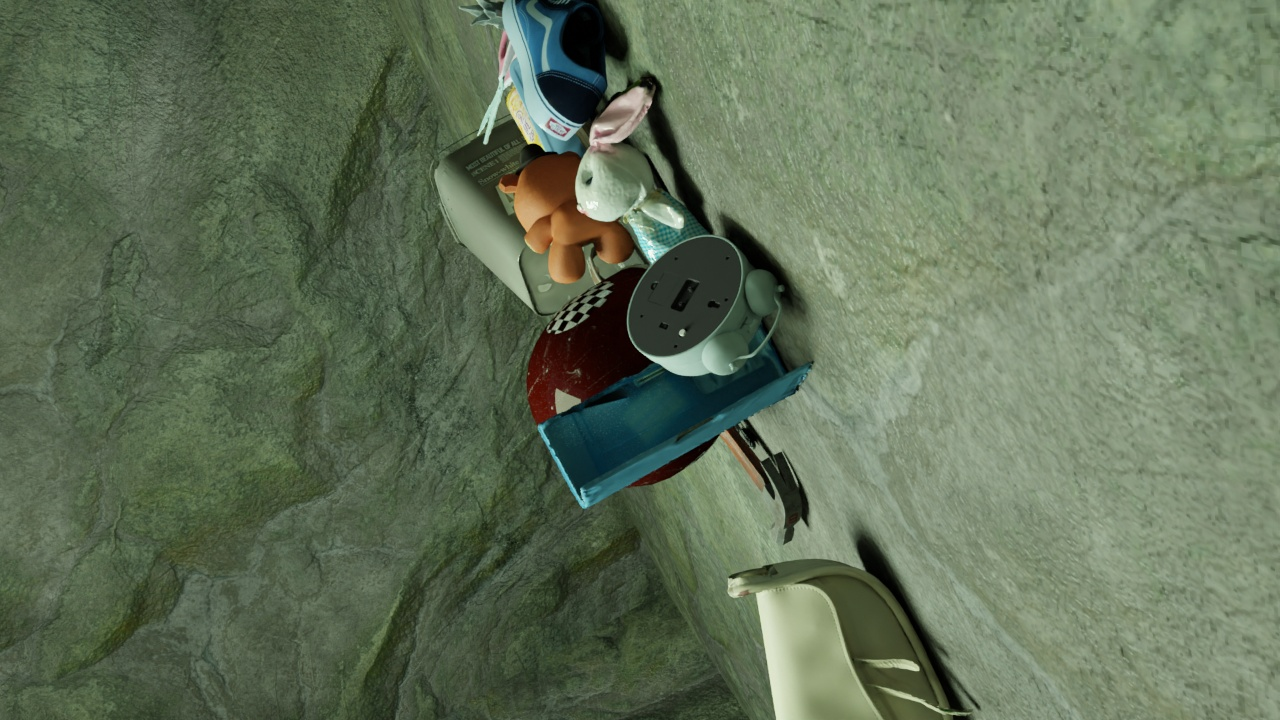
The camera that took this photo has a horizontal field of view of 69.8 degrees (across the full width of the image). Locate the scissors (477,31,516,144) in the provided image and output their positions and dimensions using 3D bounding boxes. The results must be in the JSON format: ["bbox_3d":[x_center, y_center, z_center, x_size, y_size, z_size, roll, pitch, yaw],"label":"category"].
[{"bbox_3d":[-0.167,-0.346,1.156,0.108,0.016,0.179,40,115,47],"label":"scissors"}]

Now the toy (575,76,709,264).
[{"bbox_3d":[-0.007,-0.152,0.884,0.205,0.105,0.131,66,173,-14],"label":"toy"}]

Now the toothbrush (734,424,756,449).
[{"bbox_3d":[0.102,0.059,1.164,0.167,0.012,0.013,-128,22,-48],"label":"toothbrush"}]

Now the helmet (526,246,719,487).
[{"bbox_3d":[-0.006,0.006,0.997,0.233,0.253,0.234,50,160,-12],"label":"helmet"}]

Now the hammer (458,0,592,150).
[{"bbox_3d":[-0.062,-0.255,0.997,0.317,0.028,0.146,57,-152,4],"label":"hammer"}]

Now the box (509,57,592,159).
[{"bbox_3d":[-0.079,-0.277,1.083,0.063,0.069,0.210,-12,-106,-56],"label":"box"}]

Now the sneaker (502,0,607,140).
[{"bbox_3d":[-0.072,-0.325,0.914,0.083,0.098,0.241,23,-143,-37],"label":"sneaker"}]

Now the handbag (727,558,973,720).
[{"bbox_3d":[0.196,0.300,0.871,0.132,0.184,0.229,138,121,-78],"label":"handbag"}]

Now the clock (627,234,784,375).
[{"bbox_3d":[0.057,-0.044,0.796,0.159,0.122,0.045,24,171,47],"label":"clock"}]

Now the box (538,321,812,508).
[{"bbox_3d":[0.032,0.040,0.814,0.094,0.231,0.110,62,170,1],"label":"box"}]

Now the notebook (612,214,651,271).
[{"bbox_3d":[-0.002,-0.132,1.150,0.169,0.029,0.209,57,166,22],"label":"notebook"}]

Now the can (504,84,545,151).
[{"bbox_3d":[-0.123,-0.308,1.183,0.105,0.067,0.068,61,171,14],"label":"can"}]

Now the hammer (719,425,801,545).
[{"bbox_3d":[0.099,0.076,1.111,0.300,0.028,0.111,54,159,33],"label":"hammer"}]

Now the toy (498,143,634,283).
[{"bbox_3d":[-0.084,-0.169,1.002,0.176,0.112,0.096,64,165,14],"label":"toy"}]

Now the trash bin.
[{"bbox_3d":[-0.151,-0.201,1.304,0.220,0.197,0.198,49,164,34],"label":"trash bin"}]

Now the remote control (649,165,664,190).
[{"bbox_3d":[0.026,-0.161,0.960,0.124,0.009,0.046,61,171,10],"label":"remote control"}]
